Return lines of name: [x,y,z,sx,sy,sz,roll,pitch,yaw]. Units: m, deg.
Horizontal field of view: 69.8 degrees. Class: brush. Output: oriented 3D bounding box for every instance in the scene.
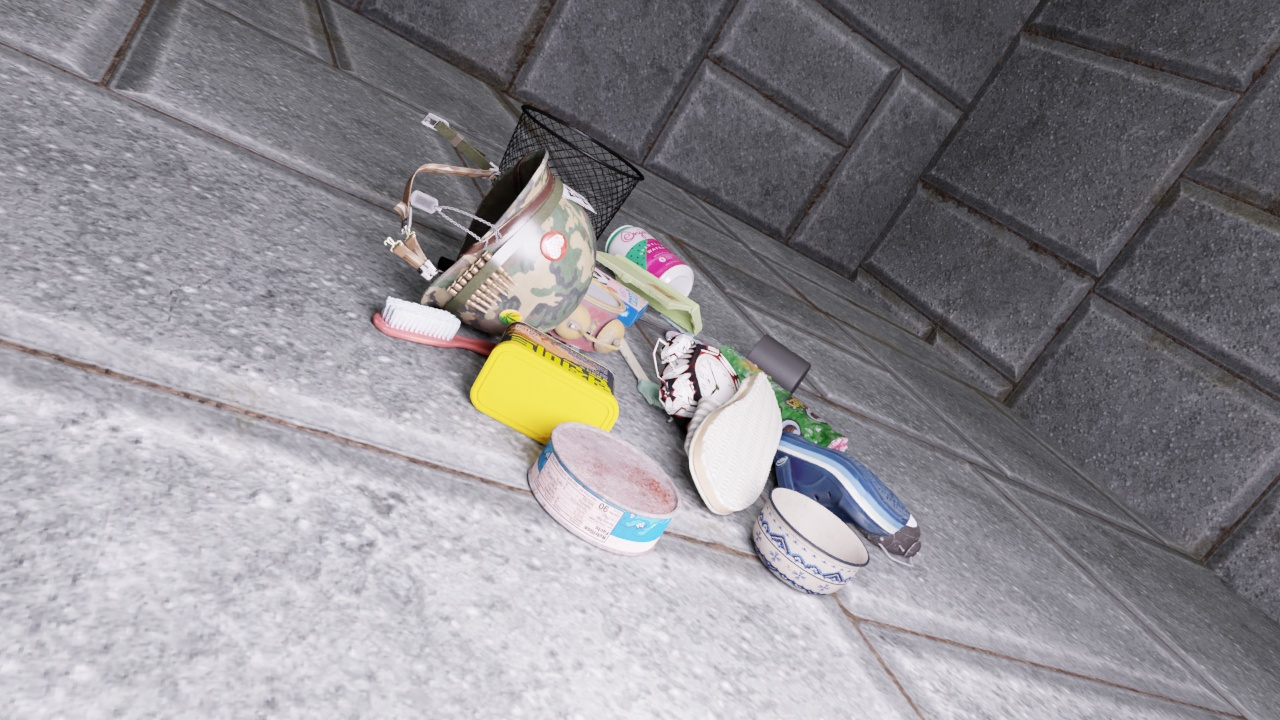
brush: [-0.192,-0.030,0.940,0.172,0.030,0.041,16,23,-45]
brush: [-0.007,0.007,1.206,0.033,0.012,0.217,23,17,-27]

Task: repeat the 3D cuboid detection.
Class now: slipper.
slipper: [0.208,0.154,1.045,0.105,0.095,0.253,46,-6,-18]
slipper: [0.106,0.087,1.024,0.114,0.054,0.271,64,28,-6]

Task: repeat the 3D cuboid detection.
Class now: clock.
clock: [0.058,0.033,1.099,0.154,0.065,0.114,37,40,-35]
clock: [0.310,0.203,1.151,0.091,0.044,0.122,24,18,-25]
clock: [-0.081,-0.053,1.115,0.117,0.081,0.159,21,18,-42]

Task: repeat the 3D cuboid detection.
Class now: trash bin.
trash bin: [-0.127,-0.202,1.235,0.184,0.210,0.184,29,17,-10]

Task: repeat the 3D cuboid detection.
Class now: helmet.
helmet: [-0.157,-0.135,0.969,0.236,0.225,0.192,26,47,-7]

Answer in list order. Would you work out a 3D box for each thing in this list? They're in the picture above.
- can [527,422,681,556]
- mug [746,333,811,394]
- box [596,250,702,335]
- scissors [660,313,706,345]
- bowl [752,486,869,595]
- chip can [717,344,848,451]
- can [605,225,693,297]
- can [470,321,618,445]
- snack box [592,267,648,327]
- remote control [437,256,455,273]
can: [-0.031,0.110,0.799,0.130,0.044,0.129,29,16,-10]
mug: [0.217,0.018,1.486,0.088,0.078,0.113,36,-9,12]
box: [0.012,-0.118,1.472,0.188,0.048,0.140,36,2,31]
scissors: [0.077,-0.033,1.470,0.170,0.014,0.167,43,19,32]
bowl: [0.160,0.184,0.904,0.115,0.059,0.115,29,17,-10]
chip can: [0.176,0.066,1.255,0.223,0.075,0.075,41,19,28]
can: [0.014,-0.165,1.604,0.088,0.088,0.166,12,26,-50]
can: [-0.090,0.026,0.893,0.131,0.073,0.101,29,14,-10]
snack box: [-0.065,-0.110,1.401,0.154,0.033,0.087,33,17,2]
remote control: [-0.186,-0.093,1.164,0.150,0.013,0.034,21,20,-31]
